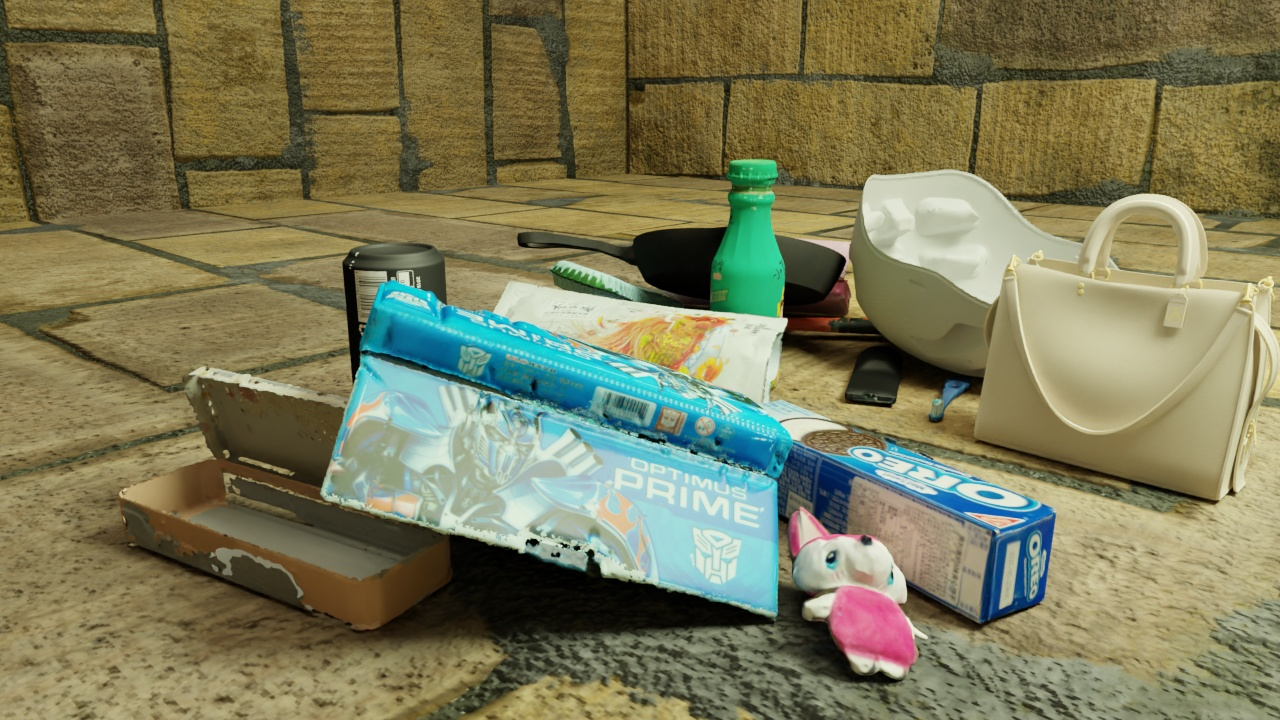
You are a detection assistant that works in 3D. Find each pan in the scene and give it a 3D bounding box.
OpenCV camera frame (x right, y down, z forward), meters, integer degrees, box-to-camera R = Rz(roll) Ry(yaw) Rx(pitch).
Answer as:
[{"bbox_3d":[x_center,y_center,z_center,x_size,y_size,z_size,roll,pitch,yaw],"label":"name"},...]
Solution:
[{"bbox_3d":[0.039,-0.102,0.994,0.356,0.043,0.248,6,-4,6],"label":"pan"}]

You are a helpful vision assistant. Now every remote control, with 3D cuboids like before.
[{"bbox_3d":[0.225,0.013,0.877,0.045,0.021,0.140,4,17,17],"label":"remote control"}]

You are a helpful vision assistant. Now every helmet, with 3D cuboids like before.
[{"bbox_3d":[0.339,-0.082,0.912,0.223,0.184,0.282,-18,27,-27],"label":"helmet"}]

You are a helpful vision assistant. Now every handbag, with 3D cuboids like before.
[{"bbox_3d":[0.352,-0.021,0.671,0.195,0.198,0.101,15,22,42],"label":"handbag"}]

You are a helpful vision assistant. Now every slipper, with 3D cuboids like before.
[{"bbox_3d":[-0.026,-0.058,1.036,0.116,0.069,0.276,17,2,19],"label":"slipper"}]

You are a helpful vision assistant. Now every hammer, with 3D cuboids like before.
[{"bbox_3d":[0.244,-0.039,1.052,0.333,0.033,0.133,2,15,4],"label":"hammer"}]

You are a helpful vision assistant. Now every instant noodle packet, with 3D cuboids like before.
[{"bbox_3d":[-0.018,-0.005,0.795,0.269,0.057,0.146,8,53,16],"label":"instant noodle packet"}]

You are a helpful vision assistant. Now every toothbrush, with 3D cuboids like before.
[{"bbox_3d":[0.280,0.029,0.827,0.021,0.016,0.132,12,20,28],"label":"toothbrush"}]

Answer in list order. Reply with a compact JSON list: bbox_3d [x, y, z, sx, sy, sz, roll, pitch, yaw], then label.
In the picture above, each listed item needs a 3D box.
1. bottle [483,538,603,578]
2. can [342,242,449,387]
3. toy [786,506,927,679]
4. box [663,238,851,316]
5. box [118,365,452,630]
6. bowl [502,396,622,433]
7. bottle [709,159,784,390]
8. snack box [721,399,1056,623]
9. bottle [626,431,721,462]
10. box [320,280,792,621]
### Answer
[{"bbox_3d":[-0.076,0.085,0.548,0.161,0.056,0.056,14,21,41],"label":"bottle"},{"bbox_3d":[-0.198,-0.020,0.755,0.080,0.146,0.080,0,16,0],"label":"can"},{"bbox_3d":[0.113,0.112,0.465,0.065,0.050,0.102,22,23,-11],"label":"toy"},{"bbox_3d":[0.149,-0.119,1.153,0.233,0.098,0.099,5,-10,20],"label":"box"},{"bbox_3d":[-0.208,0.083,0.533,0.217,0.095,0.107,9,44,28],"label":"box"},{"bbox_3d":[-0.064,0.062,0.651,0.121,0.046,0.121,0,16,0],"label":"bowl"},{"bbox_3d":[0.099,-0.077,0.845,0.068,0.210,0.068,1,16,0],"label":"bottle"},{"bbox_3d":[0.137,0.082,0.565,0.059,0.059,0.226,-5,16,-32],"label":"snack box"},{"bbox_3d":[0.005,0.072,0.589,0.060,0.060,0.108,10,18,31],"label":"bottle"},{"bbox_3d":[-0.032,0.031,0.497,0.243,0.064,0.174,18,30,-16],"label":"box"}]
